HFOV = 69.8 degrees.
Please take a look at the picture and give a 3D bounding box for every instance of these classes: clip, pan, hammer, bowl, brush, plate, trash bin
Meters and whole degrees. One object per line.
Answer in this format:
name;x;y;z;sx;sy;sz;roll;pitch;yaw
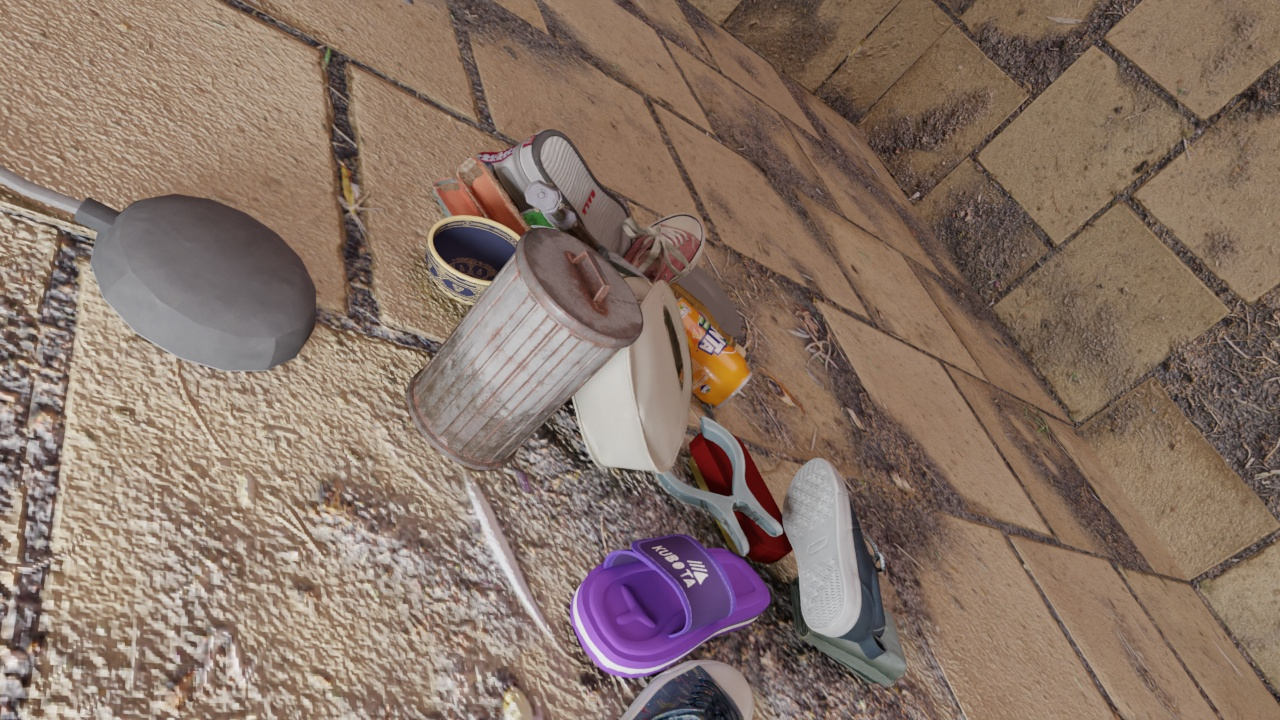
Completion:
clip;0.106;0.124;1.018;0.141;0.029;0.171;-35;64;-25
pan;-0.415;-0.111;0.712;0.357;0.041;0.178;29;31;-28
hammer;-0.065;-0.130;0.904;0.147;0.028;0.316;29;1;4
bowl;-0.178;-0.097;0.986;0.112;0.061;0.112;16;40;-14
brush;0.111;0.159;1.063;0.082;0.042;0.173;13;41;-46
plate;0.085;-0.100;1.412;0.178;0.012;0.178;33;30;-22
trash bin;-0.102;-0.012;0.821;0.130;0.212;0.130;33;30;-22

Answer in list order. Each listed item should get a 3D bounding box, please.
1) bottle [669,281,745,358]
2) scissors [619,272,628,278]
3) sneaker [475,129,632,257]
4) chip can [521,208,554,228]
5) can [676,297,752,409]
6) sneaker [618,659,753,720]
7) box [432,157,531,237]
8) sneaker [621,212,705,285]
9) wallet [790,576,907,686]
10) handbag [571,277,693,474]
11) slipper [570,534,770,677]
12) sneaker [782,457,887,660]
bottle;0.077;-0.050;1.282;0.166;0.060;0.059;37;29;-14
scissors;-0.030;-0.077;1.061;0.193;0.015;0.179;33;29;-22
sneaker;-0.106;-0.194;1.205;0.263;0.129;0.096;47;57;-47
chip can;-0.084;-0.080;1.090;0.075;0.076;0.223;-5;55;-56
can;0.073;-0.010;1.200;0.142;0.079;0.079;44;28;-1
sneaker;0.035;0.294;0.737;0.087;0.079;0.235;54;29;16
box;-0.176;-0.156;1.080;0.187;0.083;0.043;54;10;20
sneaker;0.018;-0.136;1.202;0.118;0.088;0.240;26;50;11
wallet;0.229;0.298;1.027;0.131;0.054;0.100;35;21;-13
handbag;-0.006;0.006;0.976;0.199;0.093;0.201;-50;134;-55
slipper;0.049;0.204;0.852;0.266;0.084;0.107;5;37;-53
sneaker;0.219;0.208;1.003;0.087;0.089;0.235;28;38;-23
